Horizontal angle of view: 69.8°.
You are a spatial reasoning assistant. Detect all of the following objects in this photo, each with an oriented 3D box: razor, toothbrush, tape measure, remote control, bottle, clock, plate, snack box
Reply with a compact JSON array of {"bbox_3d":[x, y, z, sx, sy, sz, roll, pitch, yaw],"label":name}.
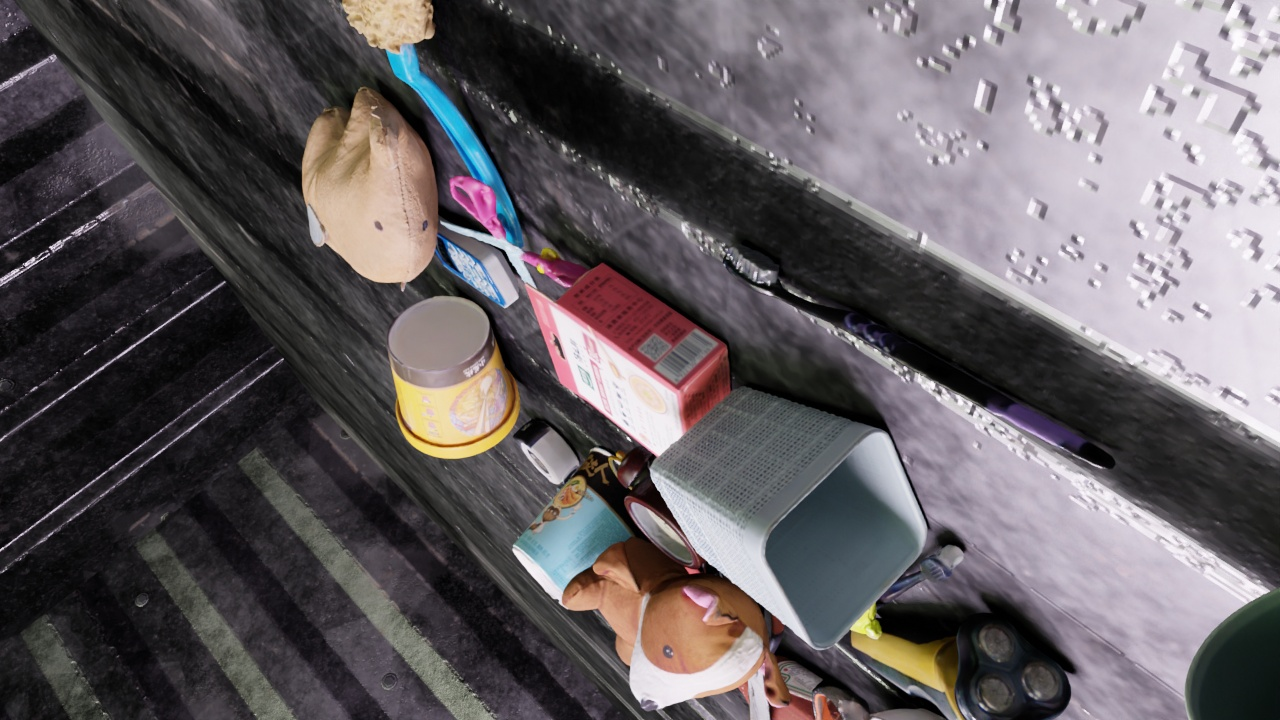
[{"bbox_3d":[0.171,0.172,0.532,0.168,0.062,0.067,153,106,-75],"label":"razor"},{"bbox_3d":[0.152,0.134,0.544,0.015,0.018,0.181,49,163,15],"label":"toothbrush"},{"bbox_3d":[-0.095,0.095,0.948,0.066,0.033,0.066,54,162,-21],"label":"tape measure"},{"bbox_3d":[-0.136,-0.082,0.719,0.125,0.024,0.049,32,155,46],"label":"remote control"},{"bbox_3d":[0.117,0.299,0.849,0.206,0.059,0.060,18,144,54],"label":"bottle"},{"bbox_3d":[0.023,0.105,0.690,0.122,0.055,0.082,31,155,33],"label":"clock"},{"bbox_3d":[0.259,0.347,0.685,0.162,0.034,0.266,12,139,58],"label":"plate"},{"bbox_3d":[0.105,-0.008,0.380,0.189,0.014,0.017,34,144,34],"label":"toothbrush"},{"bbox_3d":[-0.003,0.003,0.576,0.127,0.044,0.113,36,157,27],"label":"snack box"}]

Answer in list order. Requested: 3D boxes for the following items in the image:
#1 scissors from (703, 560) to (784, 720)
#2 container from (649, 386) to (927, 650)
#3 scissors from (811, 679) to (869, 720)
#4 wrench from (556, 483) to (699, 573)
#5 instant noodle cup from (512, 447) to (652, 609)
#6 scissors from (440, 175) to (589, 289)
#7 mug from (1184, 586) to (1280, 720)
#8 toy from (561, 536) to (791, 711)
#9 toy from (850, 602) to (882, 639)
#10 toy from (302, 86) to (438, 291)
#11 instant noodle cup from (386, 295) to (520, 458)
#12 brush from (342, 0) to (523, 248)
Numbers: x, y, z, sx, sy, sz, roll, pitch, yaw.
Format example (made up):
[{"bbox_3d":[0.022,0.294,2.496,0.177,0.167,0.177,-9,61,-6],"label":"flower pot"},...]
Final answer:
[{"bbox_3d":[0.087,0.237,0.776,0.198,0.015,0.205,57,152,17],"label":"scissors"},{"bbox_3d":[0.073,0.076,0.492,0.111,0.089,0.090,23,148,54],"label":"container"},{"bbox_3d":[0.176,0.323,0.693,0.228,0.021,0.221,10,132,51],"label":"scissors"},{"bbox_3d":[-0.015,0.184,0.975,0.274,0.016,0.056,17,144,56],"label":"wrench"},{"bbox_3d":[-0.049,0.160,0.844,0.111,0.120,0.111,41,159,19],"label":"instant noodle cup"},{"bbox_3d":[-0.084,-0.075,0.598,0.133,0.017,0.134,22,161,27],"label":"scissors"},{"bbox_3d":[0.240,0.122,0.261,0.112,0.082,0.106,-34,98,38],"label":"mug"},{"bbox_3d":[0.024,0.211,0.726,0.200,0.130,0.140,1,140,51],"label":"toy"},{"bbox_3d":[0.111,0.130,0.580,0.096,0.031,0.100,55,166,-7],"label":"toy"},{"bbox_3d":[-0.188,-0.122,0.664,0.226,0.082,0.143,10,122,59],"label":"toy"},{"bbox_3d":[-0.179,0.011,0.858,0.118,0.118,0.115,37,150,29],"label":"instant noodle cup"},{"bbox_3d":[-0.119,-0.159,0.535,0.083,0.045,0.255,28,156,34],"label":"brush"}]
